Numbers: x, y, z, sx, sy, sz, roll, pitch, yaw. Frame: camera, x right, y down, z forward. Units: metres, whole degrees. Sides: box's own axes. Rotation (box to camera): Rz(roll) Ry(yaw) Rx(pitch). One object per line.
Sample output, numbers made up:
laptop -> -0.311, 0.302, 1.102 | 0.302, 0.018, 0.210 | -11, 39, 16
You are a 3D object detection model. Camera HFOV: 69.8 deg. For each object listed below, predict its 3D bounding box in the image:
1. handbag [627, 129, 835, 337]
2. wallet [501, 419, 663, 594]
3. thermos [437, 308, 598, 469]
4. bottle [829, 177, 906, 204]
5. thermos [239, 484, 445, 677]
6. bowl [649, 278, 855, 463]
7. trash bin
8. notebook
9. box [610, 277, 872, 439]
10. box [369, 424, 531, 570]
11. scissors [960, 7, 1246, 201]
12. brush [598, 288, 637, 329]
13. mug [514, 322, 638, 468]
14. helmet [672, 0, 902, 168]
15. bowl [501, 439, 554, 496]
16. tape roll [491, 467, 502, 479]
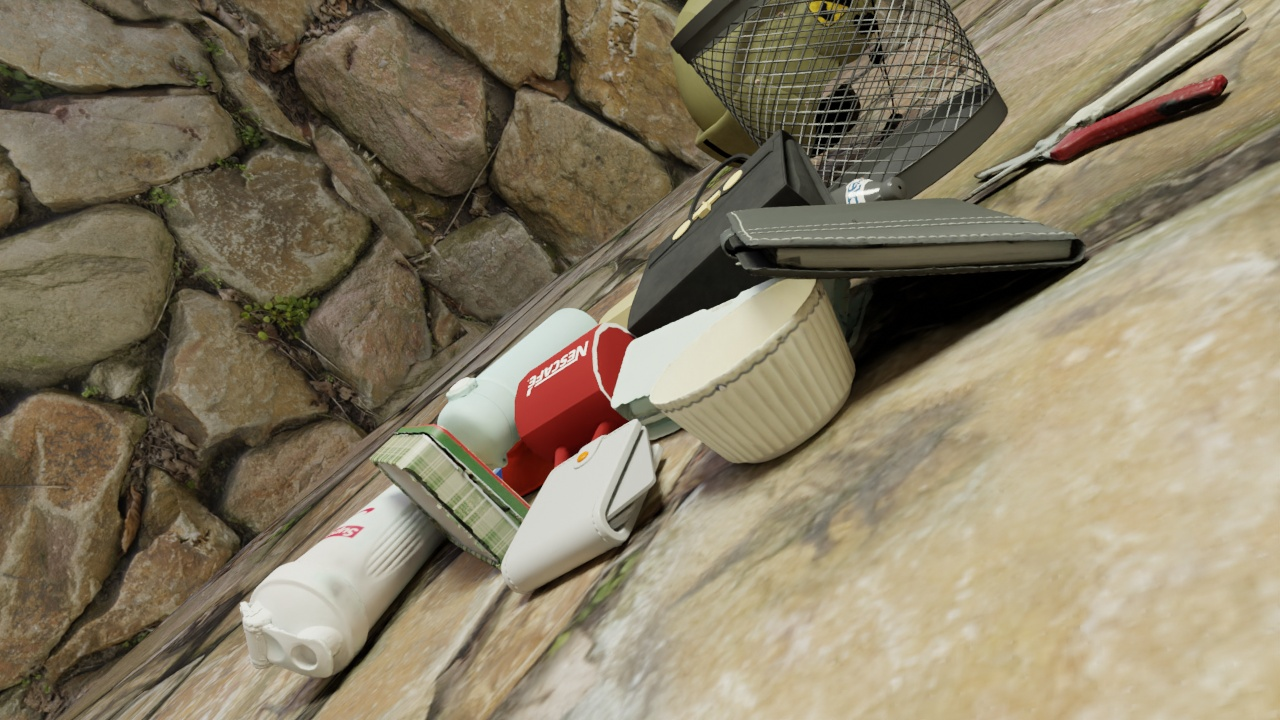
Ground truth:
handbag -> 0.074, -0.119, 0.787 | 0.176, 0.072, 0.195 | -42, 28, 29
wallet -> -0.025, 0.085, 0.589 | 0.116, 0.037, 0.118 | -33, 15, 28
thermos -> -0.104, 0.020, 0.825 | 0.065, 0.078, 0.206 | -13, 19, 31
bottle -> 0.173, -0.122, 0.766 | 0.046, 0.047, 0.113 | -46, 12, -35
thermos -> -0.245, 0.183, 0.790 | 0.099, 0.099, 0.219 | -34, 7, 25
bowl -> 0.069, 0.010, 0.514 | 0.115, 0.062, 0.115 | -37, 10, 8
trash bin -> 0.182, -0.263, 0.826 | 0.218, 0.227, 0.217 | -37, 10, 8
notebook -> 0.132, -0.075, 0.540 | 0.169, 0.029, 0.208 | -3, 11, 4
box -> 0.061, -0.006, 0.628 | 0.200, 0.067, 0.083 | -24, 14, 41
box -> -0.155, 0.104, 0.742 | 0.050, 0.117, 0.206 | -45, 10, -20
scissors -> 0.295, -0.156, 0.579 | 0.179, 0.015, 0.198 | -40, 10, -1
brush -> -0.030, -0.033, 1.093 | 0.229, 0.043, 0.089 | -36, 11, 12
mug -> -0.042, 0.042, 0.740 | 0.097, 0.080, 0.116 | -32, 42, 35
helmet -> 0.158, -0.322, 1.035 | 0.232, 0.255, 0.250 | -36, 6, -9
bowl -> -0.085, 0.074, 0.847 | 0.122, 0.035, 0.122 | -37, 10, 8
tape roll -> -0.163, 0.131, 0.922 | 0.093, 0.016, 0.091 | -37, 11, 12
